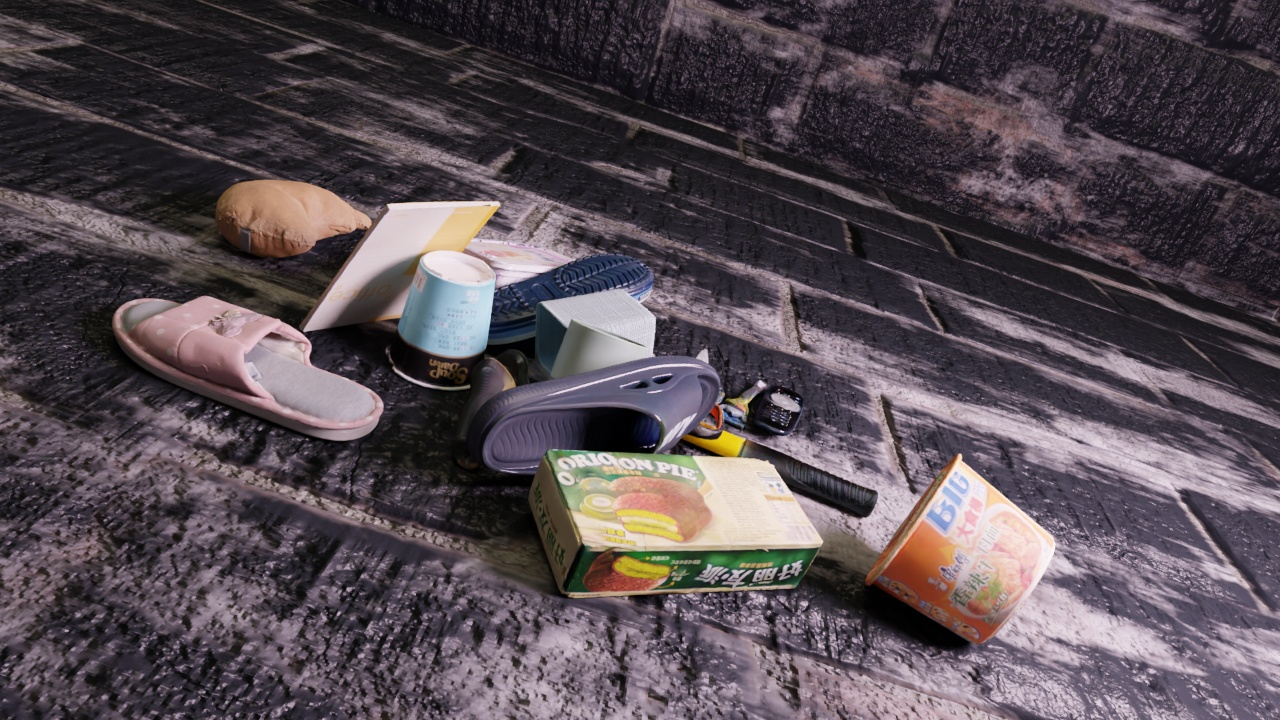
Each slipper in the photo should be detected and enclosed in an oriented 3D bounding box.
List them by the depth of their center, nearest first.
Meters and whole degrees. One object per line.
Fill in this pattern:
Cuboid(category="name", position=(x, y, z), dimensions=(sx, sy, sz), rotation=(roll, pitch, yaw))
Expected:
Cuboid(category="slipper", position=(-0.361, -0.005, 0.844), dimensions=(0.274, 0.054, 0.114), rotation=(24, 25, 10))
Cuboid(category="slipper", position=(-0.025, 0.068, 0.845), dimensions=(0.267, 0.111, 0.083), rotation=(-7, 41, -35))
Cuboid(category="slipper", position=(-0.089, -0.056, 1.114), dimensions=(0.252, 0.095, 0.105), rotation=(-20, 41, -29))

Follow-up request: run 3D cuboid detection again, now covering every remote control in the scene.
Cuboid(category="remote control", position=(0.168, 0.065, 1.121), dimensions=(0.053, 0.024, 0.136), rotation=(22, 23, 11))

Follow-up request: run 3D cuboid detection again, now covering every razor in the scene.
Cuboid(category="razor", position=(-0.147, 0.049, 0.901), dimensions=(0.067, 0.062, 0.167), rotation=(46, 24, -18))
Cuboid(category="razor", position=(0.133, 0.047, 1.138), dimensions=(0.043, 0.022, 0.142), rotation=(29, 25, 16))

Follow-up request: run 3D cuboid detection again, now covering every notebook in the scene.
Cuboid(category="notebook", position=(-0.253, -0.099, 0.961), dimensions=(0.145, 0.207, 0.010), rotation=(-14, 68, -51))

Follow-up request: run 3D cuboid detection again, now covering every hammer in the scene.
Cuboid(category="hammer", position=(0.110, 0.099, 0.997), dimensions=(0.301, 0.033, 0.128), rotation=(22, 25, 6))

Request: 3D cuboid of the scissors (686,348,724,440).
Cuboid(category="scissors", position=(0.050, 0.022, 1.051), dimensions=(0.125, 0.022, 0.234), rotation=(12, 25, -15))

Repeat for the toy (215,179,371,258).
Cuboid(category="toy", position=(-0.428, -0.184, 1.152), dimensions=(0.143, 0.083, 0.225), rotation=(27, 22, 6))

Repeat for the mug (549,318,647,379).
Cuboid(category="mug", position=(-0.038, 0.025, 0.937), dimensions=(0.111, 0.106, 0.082), rotation=(19, 3, -25))

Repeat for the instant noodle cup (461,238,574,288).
Cuboid(category="instant noodle cup", position=(-0.162, -0.113, 1.186), dimensions=(0.138, 0.060, 0.173), rotation=(25, 16, 38))

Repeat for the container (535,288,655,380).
Cuboid(category="container", position=(-0.049, -0.022, 1.034), dimensions=(0.111, 0.090, 0.090), rotation=(-15, 38, -29))

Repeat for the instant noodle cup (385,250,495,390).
Cuboid(category="instant noodle cup", position=(-0.202, -0.047, 0.967), dimensions=(0.111, 0.121, 0.111), rotation=(16, 25, -8))

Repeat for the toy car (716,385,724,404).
Cuboid(category="toy car", position=(0.051, 0.029, 1.101), dimensions=(0.105, 0.031, 0.049), rotation=(14, 25, -26))

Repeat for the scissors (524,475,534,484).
Cuboid(category="scissors", position=(-0.016, 0.116, 0.892), dimensions=(0.197, 0.015, 0.213), rotation=(35, 28, 32))

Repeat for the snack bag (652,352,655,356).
Cuboid(category="snack bag", position=(-0.007, 0.007, 1.115), dimensions=(0.104, 0.026, 0.048), rotation=(-5, 42, -43))

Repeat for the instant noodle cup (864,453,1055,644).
Cuboid(category="instant noodle cup", position=(0.295, 0.178, 0.841), dimensions=(0.111, 0.152, 0.151), rotation=(36, 28, 16))

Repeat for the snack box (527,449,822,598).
Cuboid(category="snack box", position=(0.031, 0.140, 0.801), dimensions=(0.239, 0.063, 0.114), rotation=(5, 34, -28))
